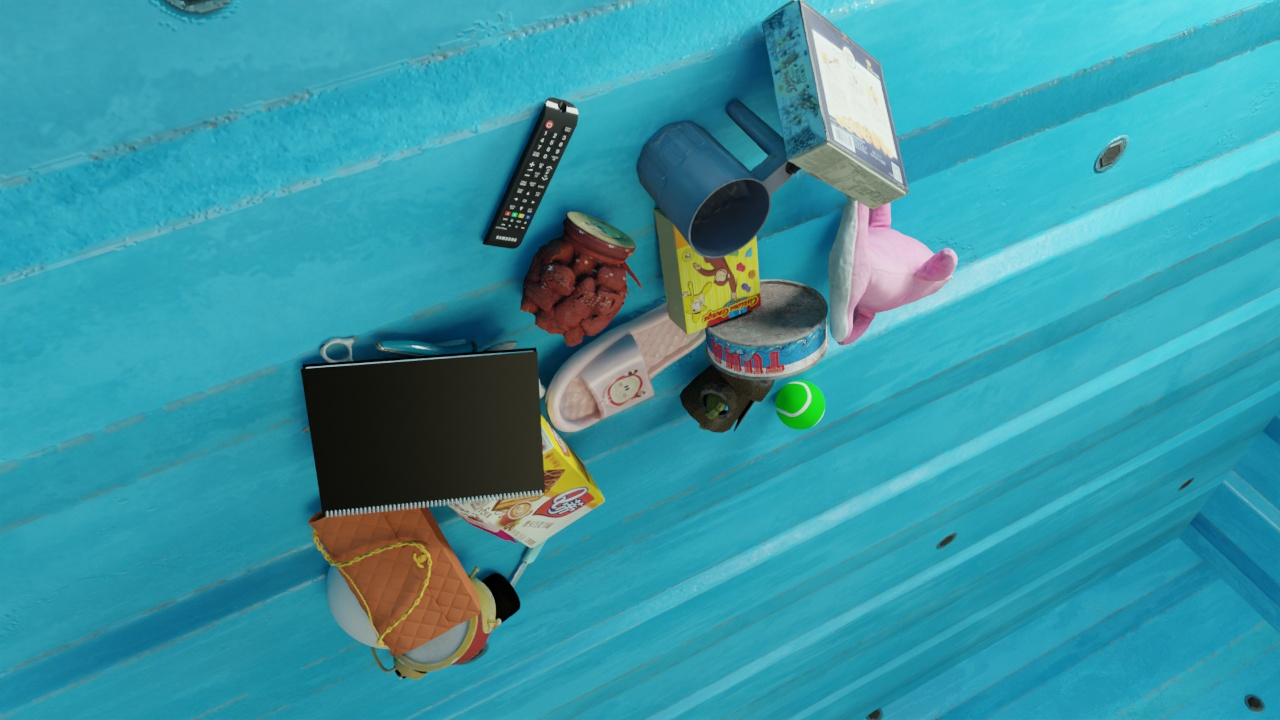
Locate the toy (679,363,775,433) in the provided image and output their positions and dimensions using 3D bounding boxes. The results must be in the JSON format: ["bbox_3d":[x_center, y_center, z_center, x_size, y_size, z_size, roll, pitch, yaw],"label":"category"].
[{"bbox_3d":[0.114,0.018,1.062,0.153,0.078,0.178,-51,176,34],"label":"toy"}]

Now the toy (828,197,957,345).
[{"bbox_3d":[0.276,-0.100,0.999,0.265,0.128,0.187,-11,109,-62],"label":"toy"}]

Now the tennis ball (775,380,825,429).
[{"bbox_3d":[0.211,0.059,1.214,0.065,0.065,0.065,-21,141,-18],"label":"tennis ball"}]

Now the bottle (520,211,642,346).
[{"bbox_3d":[-0.055,-0.074,0.853,0.098,0.099,0.111,9,115,-43],"label":"bottle"}]

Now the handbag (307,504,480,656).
[{"bbox_3d":[-0.256,0.216,0.960,0.109,0.060,0.172,-28,104,-5],"label":"handbag"}]

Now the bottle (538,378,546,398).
[{"bbox_3d":[-0.164,0.051,0.937,0.136,0.044,0.044,-32,143,-4],"label":"bottle"}]

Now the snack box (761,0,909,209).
[{"bbox_3d":[0.175,-0.223,0.812,0.043,0.145,0.144,-23,155,38],"label":"snack box"}]

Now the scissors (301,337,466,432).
[{"bbox_3d":[-0.245,0.018,0.865,0.175,0.014,0.142,-31,141,-8],"label":"scissors"}]

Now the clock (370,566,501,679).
[{"bbox_3d":[-0.252,0.318,1.104,0.159,0.117,0.081,-29,161,4],"label":"clock"}]

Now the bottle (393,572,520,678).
[{"bbox_3d":[-0.244,0.353,1.194,0.182,0.059,0.059,-37,143,3],"label":"bottle"}]

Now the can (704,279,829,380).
[{"bbox_3d":[0.131,-0.034,0.965,0.129,0.130,0.044,-22,126,-17],"label":"can"}]

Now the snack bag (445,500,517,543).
[{"bbox_3d":[-0.200,0.154,1.009,0.016,0.070,0.197,-61,150,-22],"label":"snack bag"}]

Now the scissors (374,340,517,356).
[{"bbox_3d":[-0.194,0.013,0.873,0.155,0.019,0.125,25,109,-45],"label":"scissors"}]

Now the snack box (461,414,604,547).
[{"bbox_3d":[-0.121,0.131,1.006,0.110,0.061,0.230,-33,155,-3],"label":"snack box"}]

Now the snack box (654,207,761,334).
[{"bbox_3d":[0.069,-0.102,0.924,0.088,0.040,0.126,-22,126,-17],"label":"snack box"}]

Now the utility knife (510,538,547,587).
[{"bbox_3d":[-0.139,0.249,1.196,0.022,0.015,0.166,5,126,-40],"label":"utility knife"}]

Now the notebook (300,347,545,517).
[{"bbox_3d":[-0.195,0.068,0.849,0.206,0.016,0.149,-4,111,-9],"label":"notebook"}]

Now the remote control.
[{"bbox_3d":[-0.096,-0.155,0.786,0.033,0.015,0.147,3,129,-40],"label":"remote control"}]

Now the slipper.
[{"bbox_3d":[-0.006,0.006,0.988,0.221,0.055,0.107,-34,144,-16],"label":"slipper"}]

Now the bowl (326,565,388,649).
[{"bbox_3d":[-0.273,0.259,1.017,0.149,0.043,0.149,-2,102,-11],"label":"bowl"}]

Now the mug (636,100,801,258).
[{"bbox_3d":[0.070,-0.168,0.824,0.124,0.104,0.084,-41,143,8],"label":"mug"}]
